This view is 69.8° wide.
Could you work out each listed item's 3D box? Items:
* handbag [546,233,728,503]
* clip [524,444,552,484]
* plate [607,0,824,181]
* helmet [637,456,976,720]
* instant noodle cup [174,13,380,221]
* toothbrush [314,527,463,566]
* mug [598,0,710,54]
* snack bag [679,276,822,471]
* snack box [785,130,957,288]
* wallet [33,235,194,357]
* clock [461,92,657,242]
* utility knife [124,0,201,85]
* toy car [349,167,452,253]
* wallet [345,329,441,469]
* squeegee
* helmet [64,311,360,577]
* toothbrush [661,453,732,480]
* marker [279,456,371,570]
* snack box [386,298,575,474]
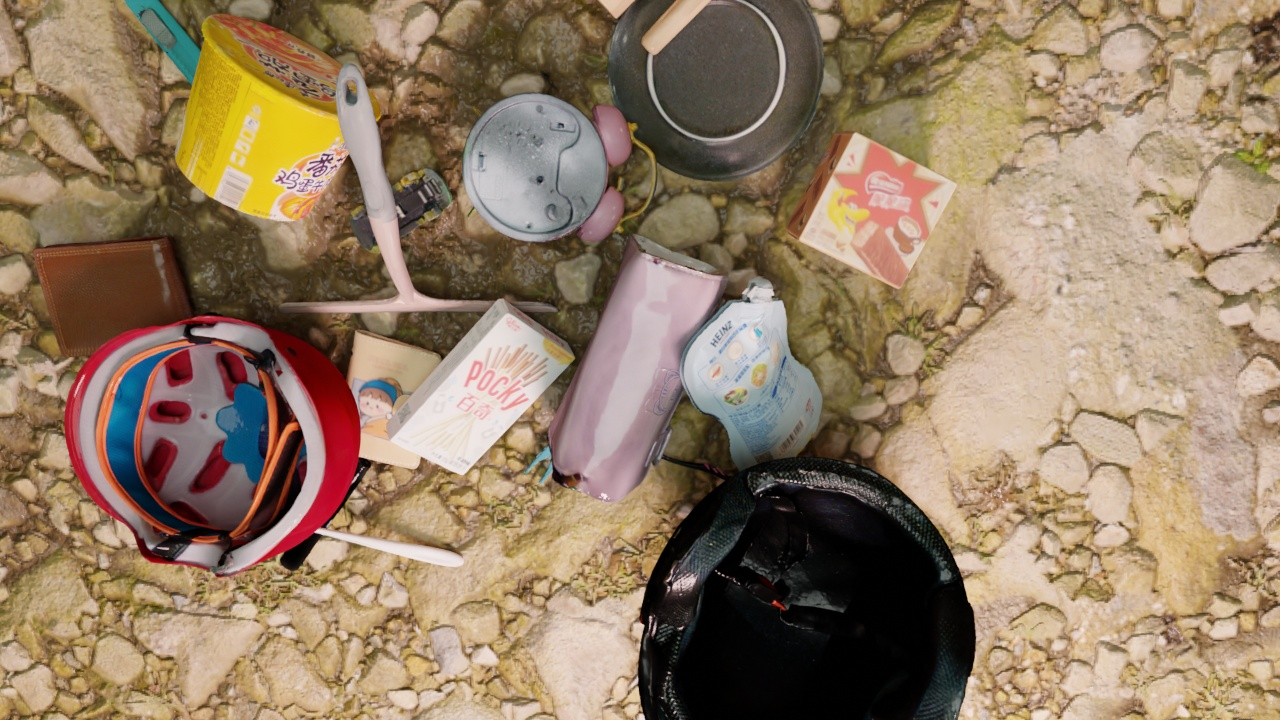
[{"bbox_3d":[-0.004,0.004,0.749,0.098,0.144,0.197,23,101,-1],"label":"handbag"},{"bbox_3d":[-0.082,0.089,0.843,0.043,0.014,0.056,39,104,-8],"label":"clip"},{"bbox_3d":[0.062,-0.237,0.752,0.179,0.024,0.179,1,104,2],"label":"plate"},{"bbox_3d":[0.120,0.210,0.726,0.233,0.230,0.274,28,88,8],"label":"helmet"},{"bbox_3d":[-0.291,-0.184,0.722,0.138,0.137,0.110,33,113,-7],"label":"instant noodle cup"},{"bbox_3d":[-0.252,0.167,0.855,0.180,0.016,0.016,17,105,-14],"label":"toothbrush"},{"bbox_3d":[0.004,-0.315,0.705,0.104,0.084,0.124,-43,103,13],"label":"mug"},{"bbox_3d":[0.094,0.020,0.749,0.110,0.039,0.191,-43,137,-8],"label":"snack bag"},{"bbox_3d":[0.185,-0.124,0.749,0.093,0.077,0.094,25,103,-5],"label":"snack box"},{"bbox_3d":[-0.460,-0.056,0.809,0.124,0.032,0.101,-5,107,3],"label":"wallet"},{"bbox_3d":[-0.065,-0.157,0.758,0.158,0.059,0.117,7,103,1],"label":"clock"},{"bbox_3d":[-0.395,-0.272,0.759,0.029,0.013,0.216,-35,101,9],"label":"utility knife"},{"bbox_3d":[-0.202,-0.128,0.779,0.091,0.036,0.043,-30,103,7],"label":"toy car"},{"bbox_3d":[-0.227,0.038,0.830,0.087,0.024,0.115,17,103,2],"label":"wallet"},{"bbox_3d":[-0.198,-0.111,0.714,0.248,0.040,0.250,0,138,2],"label":"squeegee"},{"bbox_3d":[-0.343,0.064,0.780,0.240,0.143,0.207,13,94,17],"label":"helmet"},{"bbox_3d":[0.079,0.106,0.843,0.189,0.014,0.018,23,94,-5],"label":"toothbrush"},{"bbox_3d":[-0.296,0.143,0.858,0.022,0.020,0.132,32,103,-27],"label":"marker"},{"bbox_3d":[-0.140,0.026,0.803,0.157,0.027,0.084,-45,130,12],"label":"snack box"}]
